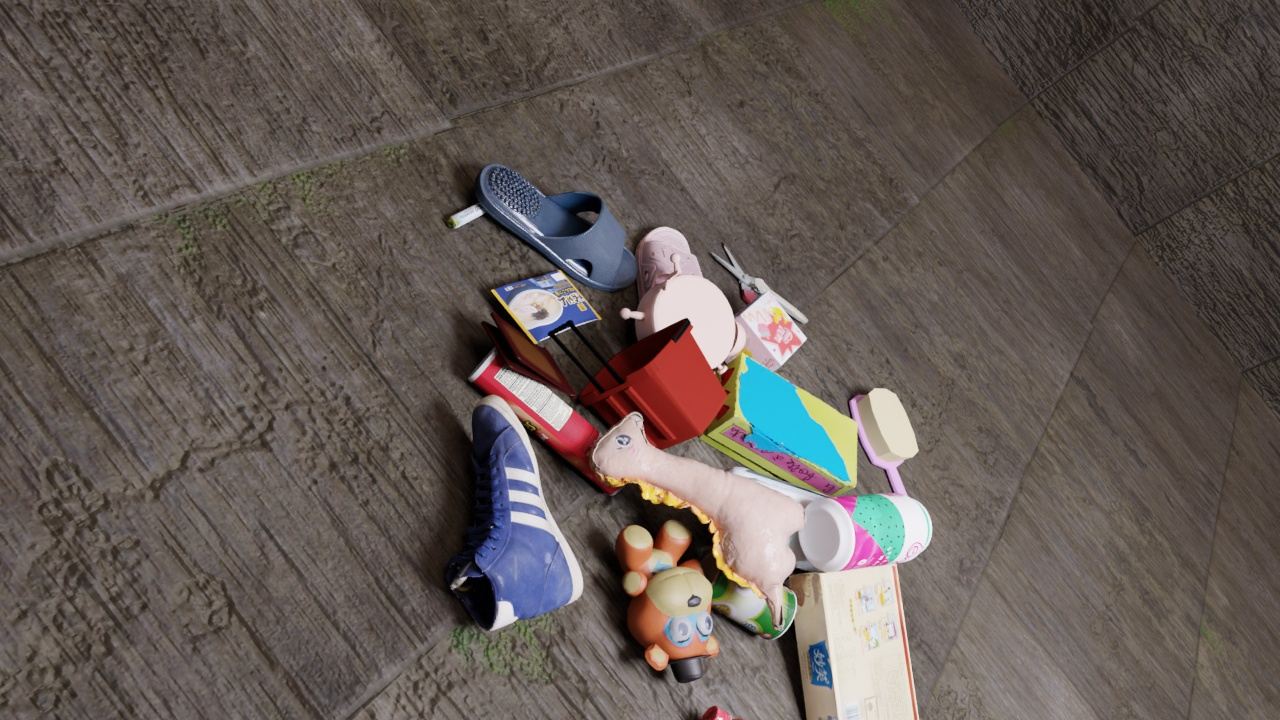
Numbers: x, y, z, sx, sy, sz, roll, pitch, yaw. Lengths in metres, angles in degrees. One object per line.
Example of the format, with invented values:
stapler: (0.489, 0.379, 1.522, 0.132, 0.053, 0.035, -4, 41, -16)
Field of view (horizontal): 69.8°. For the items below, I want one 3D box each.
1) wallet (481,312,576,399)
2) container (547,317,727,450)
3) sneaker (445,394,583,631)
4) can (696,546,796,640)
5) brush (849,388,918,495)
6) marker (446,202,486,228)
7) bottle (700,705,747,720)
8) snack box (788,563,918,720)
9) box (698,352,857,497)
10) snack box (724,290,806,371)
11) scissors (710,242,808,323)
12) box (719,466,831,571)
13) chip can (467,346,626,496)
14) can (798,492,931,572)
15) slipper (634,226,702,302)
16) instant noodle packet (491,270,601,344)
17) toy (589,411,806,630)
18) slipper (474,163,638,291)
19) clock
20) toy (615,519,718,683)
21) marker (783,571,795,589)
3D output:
wallet: (-0.128, -0.004, 1.063, 0.115, 0.018, 0.091, 35, 14, -50)
container: (-0.007, 0.007, 1.110, 0.201, 0.148, 0.126, 53, 43, -12)
sneaker: (-0.159, 0.160, 0.930, 0.118, 0.092, 0.233, -20, 85, -43)
can: (0.122, 0.278, 1.096, 0.121, 0.068, 0.067, 34, 46, -18)
brush: (0.396, 0.151, 1.428, 0.089, 0.043, 0.228, 3, 61, -39)
marker: (-0.196, -0.201, 1.183, 0.017, 0.017, 0.146, 50, 43, -2)
bottle: (0.123, 0.430, 1.001, 0.137, 0.062, 0.061, 43, 44, -10)
snack box: (0.266, 0.361, 1.138, 0.153, 0.055, 0.207, 3, 76, -38)
box: (0.193, 0.097, 1.271, 0.221, 0.083, 0.124, 28, 47, -20)
snack box: (0.170, -0.031, 1.332, 0.095, 0.080, 0.092, 52, 43, -1)
scissors: (0.192, -0.097, 1.442, 0.179, 0.015, 0.196, 10, 57, -34)
box: (0.173, 0.209, 1.165, 0.211, 0.130, 0.105, 21, 73, -30)
chip can: (-0.099, 0.071, 1.059, 0.214, 0.052, 0.051, 41, 44, -11)
can: (0.279, 0.211, 1.137, 0.165, 0.088, 0.088, 3, 61, -36)
slipper: (0.045, -0.100, 1.286, 0.094, 0.065, 0.238, 21, 53, -29)
instant noodle packet: (-0.116, -0.069, 1.148, 0.087, 0.026, 0.134, 50, 36, 12)
toy: (0.061, 0.172, 1.024, 0.264, 0.065, 0.195, 20, 56, -9)
slipper: (-0.091, -0.180, 1.202, 0.263, 0.083, 0.101, 30, 51, -30)
clock: (0.067, -0.046, 1.207, 0.160, 0.086, 0.130, 52, 59, -20)
toy: (0.030, 0.267, 1.018, 0.112, 0.096, 0.176, -1, 75, -40)
marker: (0.214, 0.304, 1.192, 0.145, 0.019, 0.019, 45, 44, -7)
